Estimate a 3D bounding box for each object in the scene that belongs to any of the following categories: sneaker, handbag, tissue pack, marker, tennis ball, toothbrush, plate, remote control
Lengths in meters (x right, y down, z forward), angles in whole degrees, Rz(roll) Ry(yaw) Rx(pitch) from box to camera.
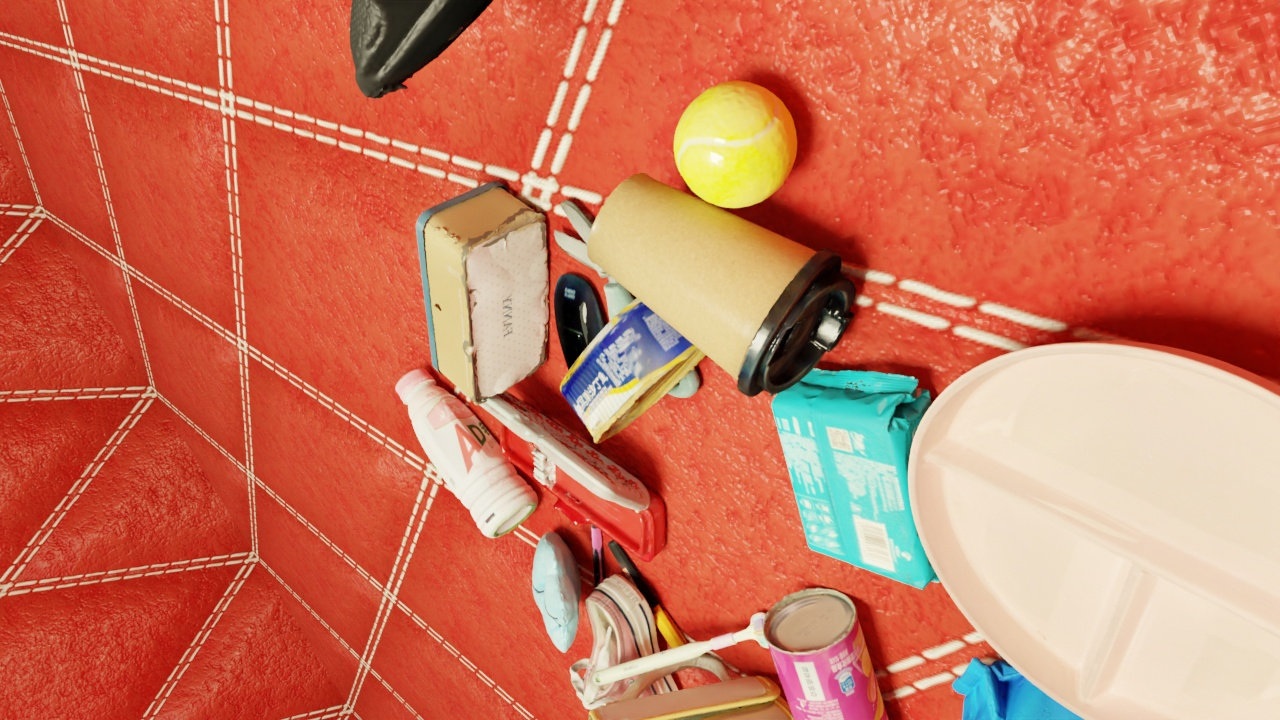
[{"bbox_3d":[-0.022,0.317,0.914,0.118,0.087,0.241,30,144,42],"label":"sneaker"},{"bbox_3d":[0.037,0.298,0.772,0.178,0.163,0.063,-134,38,-70],"label":"handbag"},{"bbox_3d":[0.135,0.066,0.550,0.093,0.050,0.133,10,125,50],"label":"tissue pack"},{"bbox_3d":[0.006,0.225,0.881,0.124,0.015,0.018,56,151,5],"label":"marker"},{"bbox_3d":[0.051,-0.115,0.490,0.065,0.065,0.066,32,140,32],"label":"tennis ball"},{"bbox_3d":[0.248,0.237,0.530,0.157,0.052,0.095,40,164,22],"label":"tissue pack"},{"bbox_3d":[-0.043,0.224,0.942,0.018,0.014,0.189,42,145,42],"label":"toothbrush"},{"bbox_3d":[0.231,0.090,0.420,0.229,0.028,0.230,33,141,32],"label":"plate"},{"bbox_3d":[0.032,0.254,0.791,0.190,0.020,0.029,-26,79,29],"label":"toothbrush"},{"bbox_3d":[-0.043,-0.005,0.737,0.053,0.024,0.136,15,129,44],"label":"remote control"}]

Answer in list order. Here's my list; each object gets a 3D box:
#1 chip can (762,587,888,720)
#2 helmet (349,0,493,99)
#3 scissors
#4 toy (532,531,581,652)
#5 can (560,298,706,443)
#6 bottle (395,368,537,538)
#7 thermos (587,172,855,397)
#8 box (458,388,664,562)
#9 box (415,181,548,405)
[{"bbox_3d":[0.153,0.275,0.686,0.071,0.071,0.211,5,121,50],"label":"chip can"},{"bbox_3d":[-0.144,-0.278,0.422,0.233,0.273,0.231,46,120,-3],"label":"helmet"},{"bbox_3d":[0.002,-0.059,0.641,0.176,0.019,0.172,56,148,2],"label":"scissors"},{"bbox_3d":[-0.085,0.226,0.927,0.156,0.050,0.162,-105,10,-51],"label":"toy"},{"bbox_3d":[-0.004,0.004,0.618,0.049,0.074,0.148,53,146,8],"label":"can"},{"bbox_3d":[-0.190,0.093,0.969,0.197,0.068,0.068,50,146,15],"label":"bottle"},{"bbox_3d":[0.044,-0.046,0.521,0.143,0.092,0.093,34,141,18],"label":"thermos"},{"bbox_3d":[-0.068,0.089,0.816,0.201,0.063,0.160,31,158,33],"label":"box"},{"bbox_3d":[-0.124,-0.056,0.741,0.063,0.089,0.185,35,139,30],"label":"box"}]
